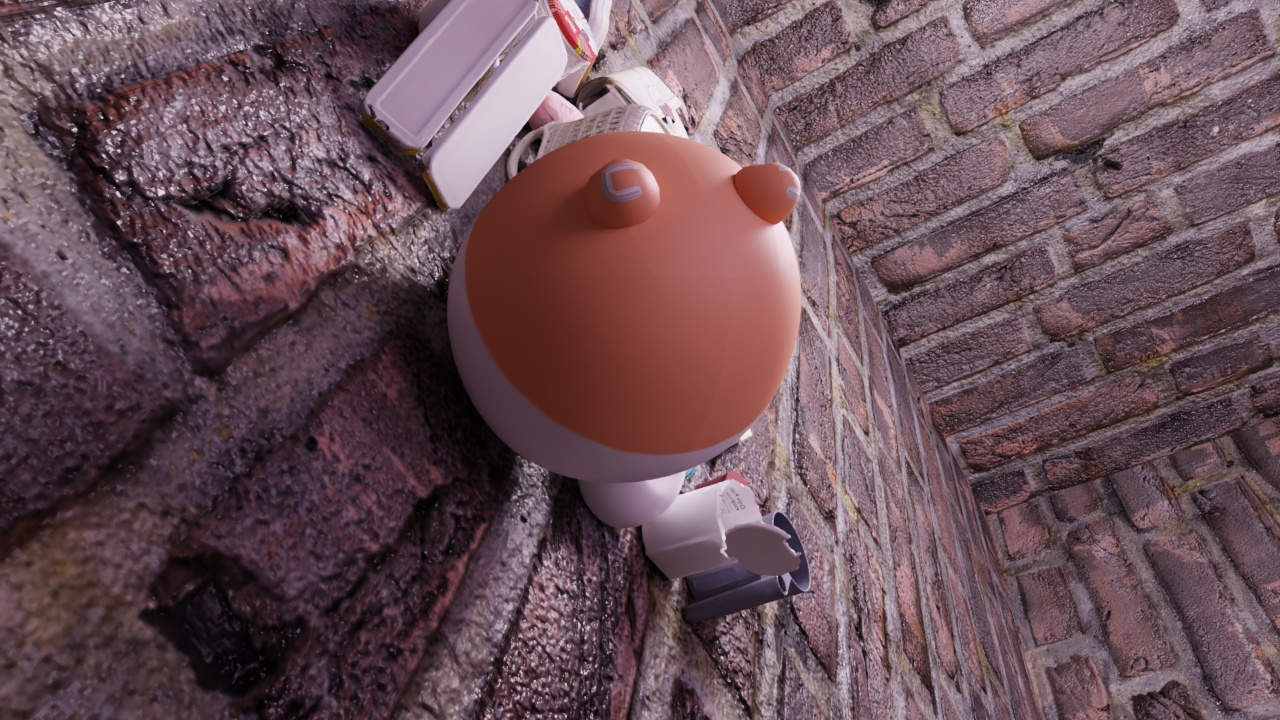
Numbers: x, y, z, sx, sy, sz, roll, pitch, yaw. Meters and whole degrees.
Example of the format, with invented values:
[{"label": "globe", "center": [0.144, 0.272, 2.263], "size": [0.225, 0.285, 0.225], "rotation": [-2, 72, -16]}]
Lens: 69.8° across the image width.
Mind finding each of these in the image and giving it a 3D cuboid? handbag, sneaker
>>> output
[{"label": "handbag", "center": [-0.006, -0.331, 1.258], "size": [0.142, 0.096, 0.198], "rotation": [60, 23, -14]}, {"label": "sneaker", "center": [-0.091, -0.431, 1.204], "size": [0.079, 0.088, 0.234], "rotation": [23, 41, -14]}]

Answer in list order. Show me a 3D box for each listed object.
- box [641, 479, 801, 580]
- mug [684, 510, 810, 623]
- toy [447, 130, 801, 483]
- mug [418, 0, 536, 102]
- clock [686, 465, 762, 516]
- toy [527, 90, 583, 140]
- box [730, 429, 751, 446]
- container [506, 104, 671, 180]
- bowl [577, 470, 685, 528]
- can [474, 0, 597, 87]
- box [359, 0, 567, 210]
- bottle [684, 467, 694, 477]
[{"label": "box", "center": [0.079, 0.157, 0.844], "size": [0.084, 0.166, 0.094], "rotation": [52, 36, -18]}, {"label": "mug", "center": [0.102, 0.214, 0.912], "size": [0.084, 0.104, 0.123], "rotation": [63, 22, -7]}, {"label": "toy", "center": [-0.008, -0.050, 0.694], "size": [0.262, 0.282, 0.265], "rotation": [-6, 63, -29]}, {"label": "mug", "center": [-0.156, -0.300, 0.869], "size": [0.073, 0.091, 0.110], "rotation": [7, 86, -44]}, {"label": "clock", "center": [0.103, 0.184, 1.023], "size": [0.137, 0.048, 0.096], "rotation": [64, 21, -2]}, {"label": "toy", "center": [-0.099, -0.282, 1.059], "size": [0.108, 0.053, 0.105], "rotation": [32, 24, -52]}, {"label": "box", "center": [0.096, 0.018, 1.189], "size": [0.187, 0.030, 0.138], "rotation": [67, 13, 8]}, {"label": "container", "center": [-0.012, -0.151, 0.987], "size": [0.251, 0.143, 0.184], "rotation": [47, 41, -38]}, {"label": "bowl", "center": [0.001, 0.092, 0.821], "size": [0.114, 0.051, 0.114], "rotation": [10, 77, -46]}, {"label": "can", "center": [-0.117, -0.327, 0.965], "size": [0.086, 0.117, 0.086], "rotation": [49, 27, -35]}, {"label": "box", "center": [-0.143, -0.241, 0.796], "size": [0.128, 0.046, 0.209], "rotation": [50, 58, -36]}, {"label": "bottle", "center": [0.015, 0.090, 0.925], "size": [0.136, 0.044, 0.044], "rotation": [37, 35, -50]}]
